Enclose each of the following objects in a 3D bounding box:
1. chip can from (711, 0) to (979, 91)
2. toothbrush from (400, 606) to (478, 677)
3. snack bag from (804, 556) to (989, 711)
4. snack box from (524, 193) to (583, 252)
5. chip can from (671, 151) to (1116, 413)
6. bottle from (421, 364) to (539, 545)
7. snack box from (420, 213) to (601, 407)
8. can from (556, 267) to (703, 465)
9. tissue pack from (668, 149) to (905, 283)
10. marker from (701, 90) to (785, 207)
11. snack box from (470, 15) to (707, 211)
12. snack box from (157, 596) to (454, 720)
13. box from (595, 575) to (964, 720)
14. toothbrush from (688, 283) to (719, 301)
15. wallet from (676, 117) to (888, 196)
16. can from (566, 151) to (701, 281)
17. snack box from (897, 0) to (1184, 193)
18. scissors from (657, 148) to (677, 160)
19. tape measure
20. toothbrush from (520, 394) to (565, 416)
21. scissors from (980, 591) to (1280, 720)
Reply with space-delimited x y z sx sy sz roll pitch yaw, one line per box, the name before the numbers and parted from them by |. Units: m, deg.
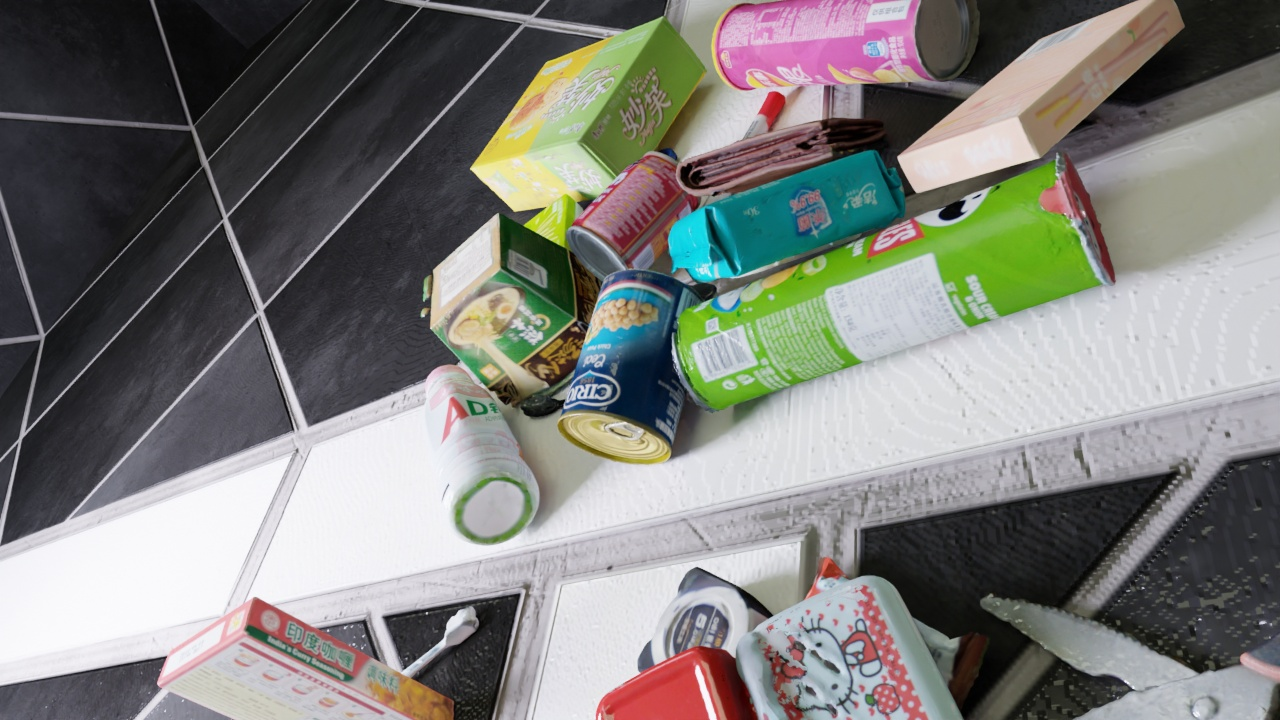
chip can | 0.149 -0.246 0.705 0.211 0.071 0.071 20 71 52
toothbrush | -0.179 0.228 0.628 0.180 0.016 0.016 -41 28 7
snack bag | 0.109 0.127 0.421 0.104 0.026 0.048 17 76 51
snack box | -0.117 -0.081 0.846 0.157 0.026 0.085 -32 37 26
chip can | 0.131 -0.036 0.518 0.237 0.072 0.072 -21 42 32
bottle | -0.132 0.060 0.700 0.068 0.068 0.197 -44 33 3
snack box | -0.100 -0.045 0.727 0.118 0.105 0.118 -37 38 20
can | -0.004 0.004 0.605 0.075 0.075 0.111 -8 55 41
tissue pack | 0.085 -0.085 0.570 0.133 0.050 0.093 -20 6 -9
marker | 0.079 -0.159 0.738 0.017 0.017 0.145 8 62 49
snack box | -0.056 -0.232 0.890 0.210 0.070 0.157 5 59 53
snack box | -0.194 0.200 0.548 0.077 0.156 0.027 -32 36 20
box | 0.068 0.199 0.360 0.158 0.039 0.200 -34 48 18
toothbrush | 0.007 -0.062 0.721 0.015 0.018 0.181 -54 34 -9
wallet | 0.100 -0.141 0.645 0.125 0.032 0.101 -10 5 39
can | -0.004 -0.110 0.713 0.093 0.066 0.067 -49 35 -17
snack box | 0.224 -0.151 0.515 0.157 0.026 0.085 -40 16 -24
scissors | -0.026 -0.127 0.818 0.162 0.012 0.174 -52 35 -6
tape measure | 0.038 0.147 0.469 0.066 0.033 0.065 16 70 54
toothbrush | -0.017 0.015 0.669 0.189 0.016 0.014 -17 50 32
scissors | 0.222 0.123 0.318 0.189 0.015 0.225 -48 36 -2
